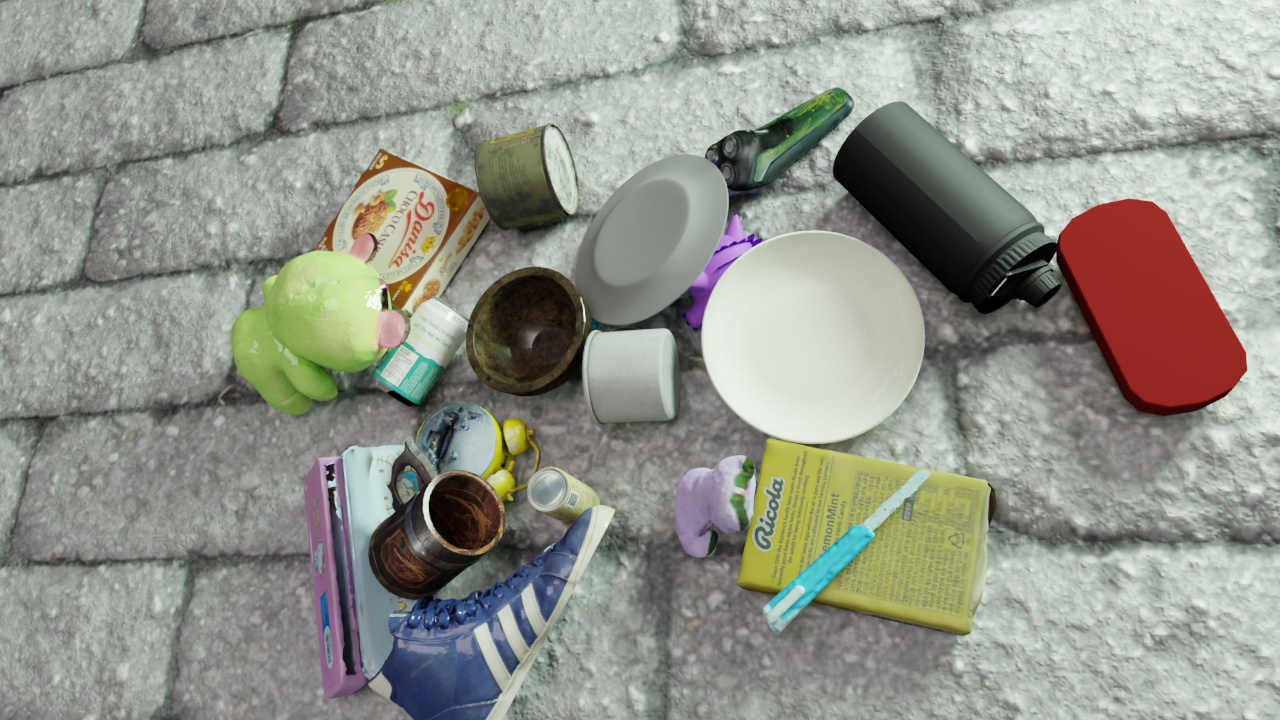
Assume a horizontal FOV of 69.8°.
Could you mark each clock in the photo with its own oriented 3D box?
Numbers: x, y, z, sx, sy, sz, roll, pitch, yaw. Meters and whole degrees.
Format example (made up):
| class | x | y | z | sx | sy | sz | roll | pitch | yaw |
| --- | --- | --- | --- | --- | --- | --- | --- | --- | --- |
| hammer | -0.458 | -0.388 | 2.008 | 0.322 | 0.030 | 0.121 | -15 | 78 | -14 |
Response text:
| class | x | y | z | sx | sy | sz | roll | pitch | yaw |
| --- | --- | --- | --- | --- | --- | --- | --- | --- | --- |
| clock | -0.147 | 0.086 | 0.833 | 0.119 | 0.057 | 0.083 | 11 | 74 | 22 |

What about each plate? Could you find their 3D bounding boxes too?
| class | x | y | z | sx | sy | sz | roll | pitch | yaw |
| --- | --- | --- | --- | --- | --- | --- | --- | --- | --- |
| plate | 0.144 | -0.018 | 0.775 | 0.182 | 0.034 | 0.182 | -2 | 78 | 8 |
| plate | 0.003 | -0.115 | 0.840 | 0.179 | 0.012 | 0.178 | -23 | 51 | 32 |

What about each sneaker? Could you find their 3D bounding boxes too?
| class | x | y | z | sx | sy | sz | roll | pitch | yaw |
| --- | --- | --- | --- | --- | --- | --- | --- | --- | --- |
| sneaker | -0.128 | 0.196 | 0.752 | 0.118 | 0.091 | 0.233 | 29 | 91 | 1 |

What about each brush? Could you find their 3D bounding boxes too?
| class | x | y | z | sx | sy | sz | roll | pitch | yaw |
| --- | --- | --- | --- | --- | --- | --- | --- | --- | --- |
| brush | 0.389 | -0.040 | 0.710 | 0.082 | 0.042 | 0.173 | -20 | 66 | 11 |

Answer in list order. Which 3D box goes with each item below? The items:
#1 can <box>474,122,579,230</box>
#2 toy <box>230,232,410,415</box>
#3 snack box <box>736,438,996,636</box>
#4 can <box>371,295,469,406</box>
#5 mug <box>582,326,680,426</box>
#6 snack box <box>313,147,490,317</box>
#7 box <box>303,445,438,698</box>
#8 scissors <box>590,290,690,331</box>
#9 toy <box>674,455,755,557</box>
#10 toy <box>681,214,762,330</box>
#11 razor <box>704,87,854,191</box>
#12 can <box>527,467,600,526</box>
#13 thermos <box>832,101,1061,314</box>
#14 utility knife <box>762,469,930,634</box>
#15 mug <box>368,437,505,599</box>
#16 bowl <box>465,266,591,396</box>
| class | x | y | z | sx | sy | sz | roll | pitch | yaw |
| --- | --- | --- | --- | --- | --- | --- | --- | --- | --- |
| can | -0.110 | -0.179 | 0.899 | 0.075 | 0.090 | 0.089 | -10 | 68 | 15 |
| toy | -0.321 | -0.035 | 0.889 | 0.197 | 0.107 | 0.150 | -39 | 63 | 32 |
| snack box | 0.176 | 0.137 | 0.716 | 0.181 | 0.045 | 0.121 | 9 | 77 | 19 |
| can | -0.212 | -0.009 | 0.890 | 0.055 | 0.055 | 0.101 | 31 | 83 | 25 |
| mug | -0.005 | 0.005 | 0.810 | 0.070 | 0.084 | 0.113 | -3 | 38 | 14 |
| snack box | -0.249 | -0.131 | 0.954 | 0.147 | 0.041 | 0.143 | 27 | 81 | 25 |
| box | -0.246 | 0.190 | 0.846 | 0.090 | 0.091 | 0.214 | -44 | 53 | 48 |
| scissors | -0.014 | -0.085 | 0.878 | 0.140 | 0.013 | 0.118 | -19 | 67 | 13 |
| toy | 0.061 | 0.119 | 0.744 | 0.100 | 0.036 | 0.080 | -23 | 58 | 58 |
| toy | 0.070 | -0.081 | 0.821 | 0.088 | 0.056 | 0.106 | -29 | 89 | -8 |
| razor | 0.131 | -0.209 | 0.845 | 0.151 | 0.067 | 0.054 | -33 | 65 | -4 |
| can | -0.064 | 0.118 | 0.782 | 0.038 | 0.079 | 0.038 | -6 | 69 | 16 |
| thermos | 0.256 | -0.119 | 0.757 | 0.086 | 0.086 | 0.198 | -38 | 64 | 2 |
| utility knife | 0.156 | 0.141 | 0.685 | 0.167 | 0.015 | 0.022 | -43 | 68 | 4 |
| mug | -0.184 | 0.134 | 0.781 | 0.116 | 0.079 | 0.107 | 53 | 132 | 3 |
| bowl | -0.096 | -0.021 | 0.854 | 0.121 | 0.056 | 0.121 | -7 | 71 | 20 |
